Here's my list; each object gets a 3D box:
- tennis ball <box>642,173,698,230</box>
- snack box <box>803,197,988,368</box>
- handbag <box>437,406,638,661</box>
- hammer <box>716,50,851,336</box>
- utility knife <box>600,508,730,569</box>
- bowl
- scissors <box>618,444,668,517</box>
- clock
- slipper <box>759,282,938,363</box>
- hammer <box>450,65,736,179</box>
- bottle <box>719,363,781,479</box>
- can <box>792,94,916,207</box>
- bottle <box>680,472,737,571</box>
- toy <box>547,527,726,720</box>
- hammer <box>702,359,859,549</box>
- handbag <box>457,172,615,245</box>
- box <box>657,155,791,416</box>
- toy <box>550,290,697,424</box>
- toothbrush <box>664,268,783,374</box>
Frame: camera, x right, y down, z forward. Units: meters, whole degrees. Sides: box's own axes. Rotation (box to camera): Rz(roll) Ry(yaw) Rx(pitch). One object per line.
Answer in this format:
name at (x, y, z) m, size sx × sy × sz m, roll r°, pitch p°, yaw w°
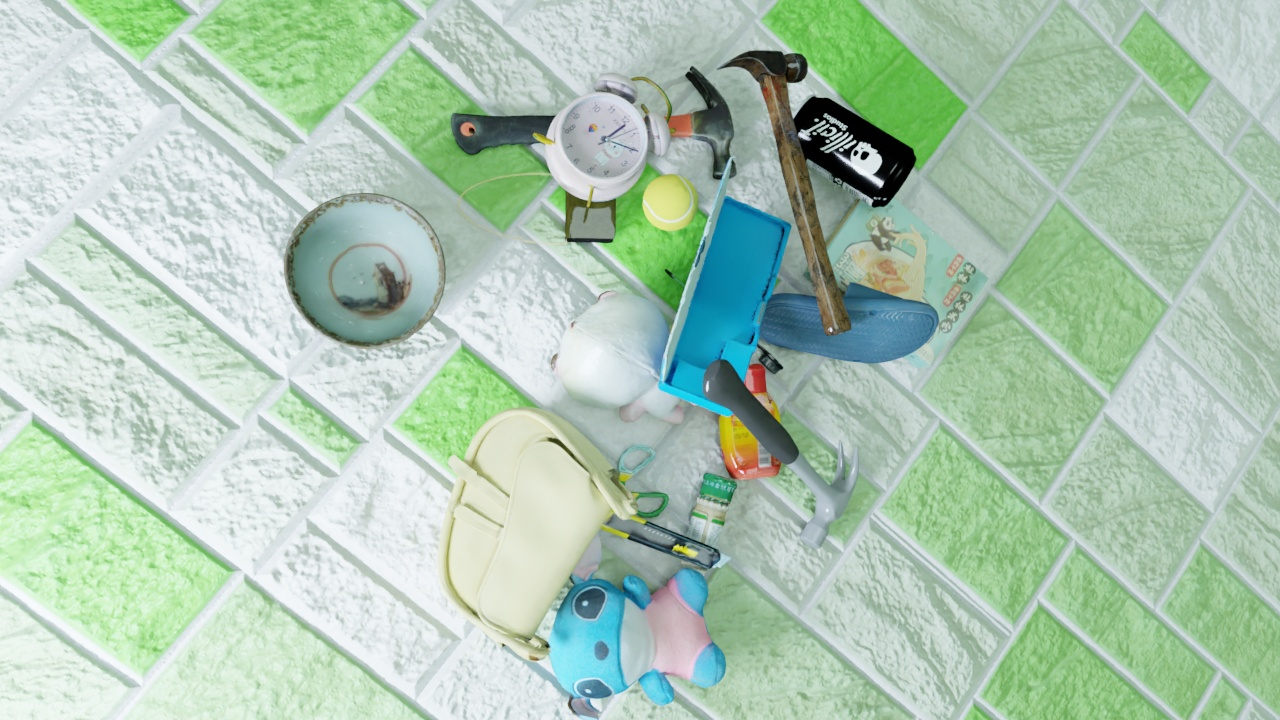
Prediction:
tennis ball at (0.035, -0.184, 1.069) m, size 0.065 × 0.065 × 0.065 m, roll 1°, pitch 86°, yaw -14°
snack box at (0.319, -0.105, 1.142) m, size 0.193 × 0.044 × 0.141 m, roll 38°, pitch 77°, yaw -7°
handbag at (-0.123, 0.173, 0.965) m, size 0.191 × 0.088 × 0.232 m, roll 30°, pitch 87°, yaw 19°
hammer at (0.174, -0.187, 1.028) m, size 0.119 × 0.033 × 0.330 m, roll -12°, pitch 86°, yaw -35°
utility knife at (0.018, 0.199, 1.035) m, size 0.174 × 0.020 × 0.028 m, roll 20°, pitch 86°, yaw 1°
bowl at (-0.286, -0.088, 0.970) m, size 0.159 × 0.094 × 0.160 m, roll 1°, pitch 86°, yaw -13°
scissors at (-0.030, 0.141, 1.057) m, size 0.131 × 0.012 × 0.112 m, roll 6°, pitch 88°, yaw -11°
clock at (-0.032, -0.254, 1.032) m, size 0.157 × 0.059 × 0.117 m, roll -41°, pitch 95°, yaw -12°
slipper at (0.242, -0.046, 1.091) m, size 0.214 × 0.104 × 0.059 m, roll 4°, pitch 46°, yaw 6°
hammer at (-0.052, -0.272, 1.074) m, size 0.332 × 0.033 × 0.133 m, roll -6°, pitch 89°, yaw -13°
bottle at (0.129, 0.071, 1.081) m, size 0.071 × 0.048 × 0.134 m, roll -4°, pitch 87°, yaw -14°
can at (0.248, -0.251, 1.096) m, size 0.146 × 0.080 × 0.080 m, roll 36°, pitch 78°, yaw 14°
bottle at (0.078, 0.187, 1.064) m, size 0.042 × 0.043 × 0.110 m, roll 19°, pitch 83°, yaw -12°
toy at (-0.008, 0.291, 1.012) m, size 0.191 × 0.099 × 0.224 m, roll -3°, pitch 77°, yaw -19°
hammer at (0.159, 0.092, 1.020) m, size 0.311 × 0.029 × 0.124 m, roll 45°, pitch 72°, yaw -39°
handbag at (-0.118, -0.175, 1.057) m, size 0.178 × 0.027 × 0.084 m, roll 1°, pitch 84°, yaw -8°
box at (0.095, -0.079, 0.989) m, size 0.114 × 0.114 × 0.243 m, roll 22°, pitch 70°, yaw -8°
toy at (-0.006, 0.006, 1.033) m, size 0.179 × 0.101 × 0.138 m, roll 37°, pitch 85°, yaw -24°
toothbrush at (0.099, -0.046, 1.101) m, size 0.188 × 0.014 × 0.017 m, roll 40°, pitch 86°, yaw -8°
